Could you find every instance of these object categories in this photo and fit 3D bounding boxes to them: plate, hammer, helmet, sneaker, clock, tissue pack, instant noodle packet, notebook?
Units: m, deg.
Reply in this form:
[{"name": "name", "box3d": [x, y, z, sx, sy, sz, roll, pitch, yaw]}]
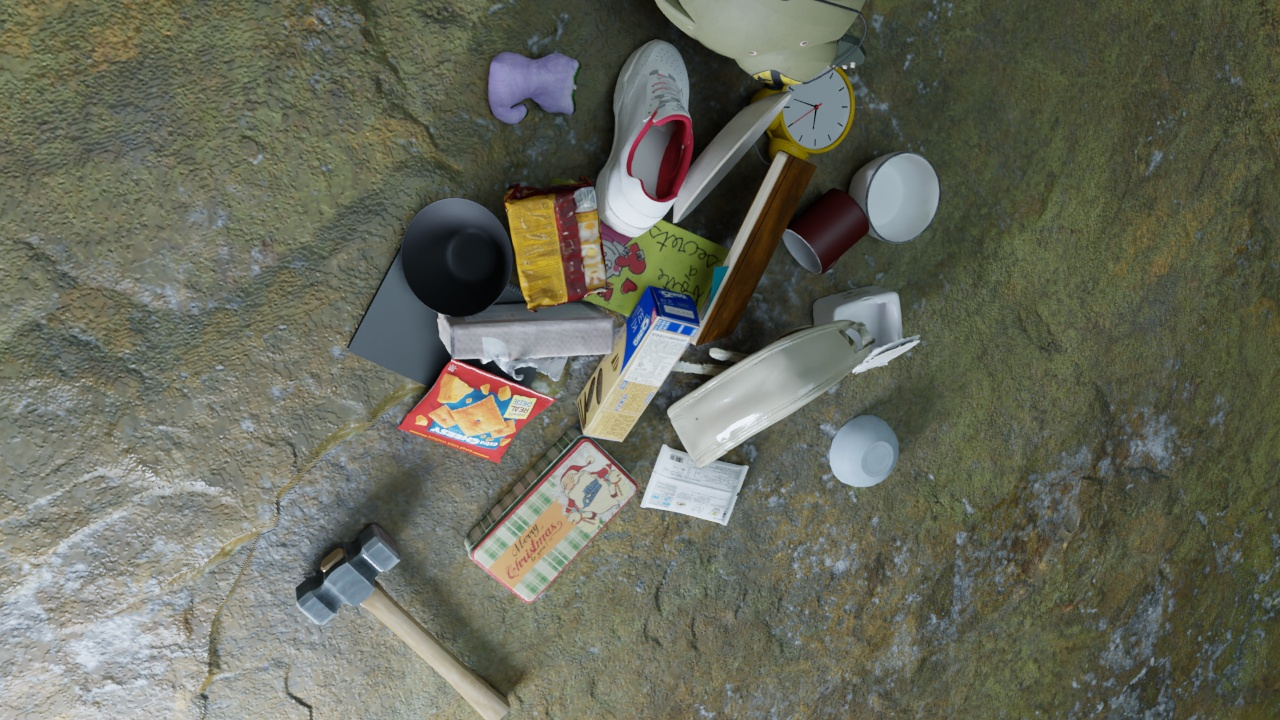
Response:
[{"name": "plate", "box3d": [0.092, -0.230, 1.013, 0.027, 0.189, 0.188, 42, 86, -1]}, {"name": "hammer", "box3d": [-0.266, 0.339, 1.112, 0.117, 0.051, 0.323, -40, 118, -7]}, {"name": "helmet", "box3d": [0.122, -0.413, 0.929, 0.232, 0.256, 0.250, 4, 100, -26]}, {"name": "sneaker", "box3d": [0.023, -0.255, 0.987, 0.090, 0.104, 0.236, 24, 67, -25]}, {"name": "clock", "box3d": [0.195, -0.300, 1.115, 0.151, 0.052, 0.113, -37, 115, -13]}, {"name": "tissue pack", "box3d": [-0.127, -0.025, 1.016, 0.181, 0.104, 0.071, 0, 108, -22]}, {"name": "instant noodle packet", "box3d": [0.073, 0.165, 1.208, 0.134, 0.026, 0.087, 16, 98, -25]}, {"name": "notebook", "box3d": [-0.205, -0.035, 1.048, 0.206, 0.016, 0.149, 27, 94, -26]}, {"name": "notebook", "box3d": [0.126, -0.120, 1.067, 0.014, 0.178, 0.250, 30, 106, 16]}, {"name": "instant noodle packet", "box3d": [-0.088, -0.124, 0.970, 0.098, 0.040, 0.135, -15, 112, -18]}]

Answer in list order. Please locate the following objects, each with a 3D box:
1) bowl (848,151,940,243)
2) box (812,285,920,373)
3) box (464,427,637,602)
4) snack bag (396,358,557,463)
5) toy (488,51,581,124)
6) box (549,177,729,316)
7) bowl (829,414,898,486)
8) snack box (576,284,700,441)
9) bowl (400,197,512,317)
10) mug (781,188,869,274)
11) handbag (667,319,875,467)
[{"name": "bowl", "box3d": [0.319, -0.211, 1.179, 0.116, 0.066, 0.116, -6, 106, -21]}, {"name": "box", "box3d": [0.303, -0.031, 1.189, 0.110, 0.130, 0.103, -14, 108, -16]}, {"name": "box", "box3d": [-0.108, 0.191, 1.131, 0.205, 0.050, 0.117, -44, 115, -4]}, {"name": "snack bag", "box3d": [-0.186, 0.059, 1.042, 0.130, 0.039, 0.144, 23, 133, -25]}, {"name": "toy", "box3d": [-0.117, -0.296, 1.000, 0.099, 0.036, 0.080, 2, 114, -17]}, {"name": "box", "box3d": [-0.016, -0.116, 1.065, 0.221, 0.082, 0.124, 22, 96, -24]}, {"name": "bowl", "box3d": [0.322, 0.133, 1.291, 0.106, 0.039, 0.106, -6, 106, -20]}, {"name": "snack box", "box3d": [-0.006, 0.006, 1.062, 0.056, 0.057, 0.207, 13, 131, -25]}, {"name": "bowl", "box3d": [-0.188, -0.111, 0.982, 0.124, 0.052, 0.124, 2, 99, 11]}, {"name": "mug", "box3d": [0.237, -0.154, 1.167, 0.082, 0.073, 0.106, -41, 143, -7]}, {"name": "handbag", "box3d": [0.142, 0.017, 1.110, 0.183, 0.230, 0.132, -24, 82, -35]}]
